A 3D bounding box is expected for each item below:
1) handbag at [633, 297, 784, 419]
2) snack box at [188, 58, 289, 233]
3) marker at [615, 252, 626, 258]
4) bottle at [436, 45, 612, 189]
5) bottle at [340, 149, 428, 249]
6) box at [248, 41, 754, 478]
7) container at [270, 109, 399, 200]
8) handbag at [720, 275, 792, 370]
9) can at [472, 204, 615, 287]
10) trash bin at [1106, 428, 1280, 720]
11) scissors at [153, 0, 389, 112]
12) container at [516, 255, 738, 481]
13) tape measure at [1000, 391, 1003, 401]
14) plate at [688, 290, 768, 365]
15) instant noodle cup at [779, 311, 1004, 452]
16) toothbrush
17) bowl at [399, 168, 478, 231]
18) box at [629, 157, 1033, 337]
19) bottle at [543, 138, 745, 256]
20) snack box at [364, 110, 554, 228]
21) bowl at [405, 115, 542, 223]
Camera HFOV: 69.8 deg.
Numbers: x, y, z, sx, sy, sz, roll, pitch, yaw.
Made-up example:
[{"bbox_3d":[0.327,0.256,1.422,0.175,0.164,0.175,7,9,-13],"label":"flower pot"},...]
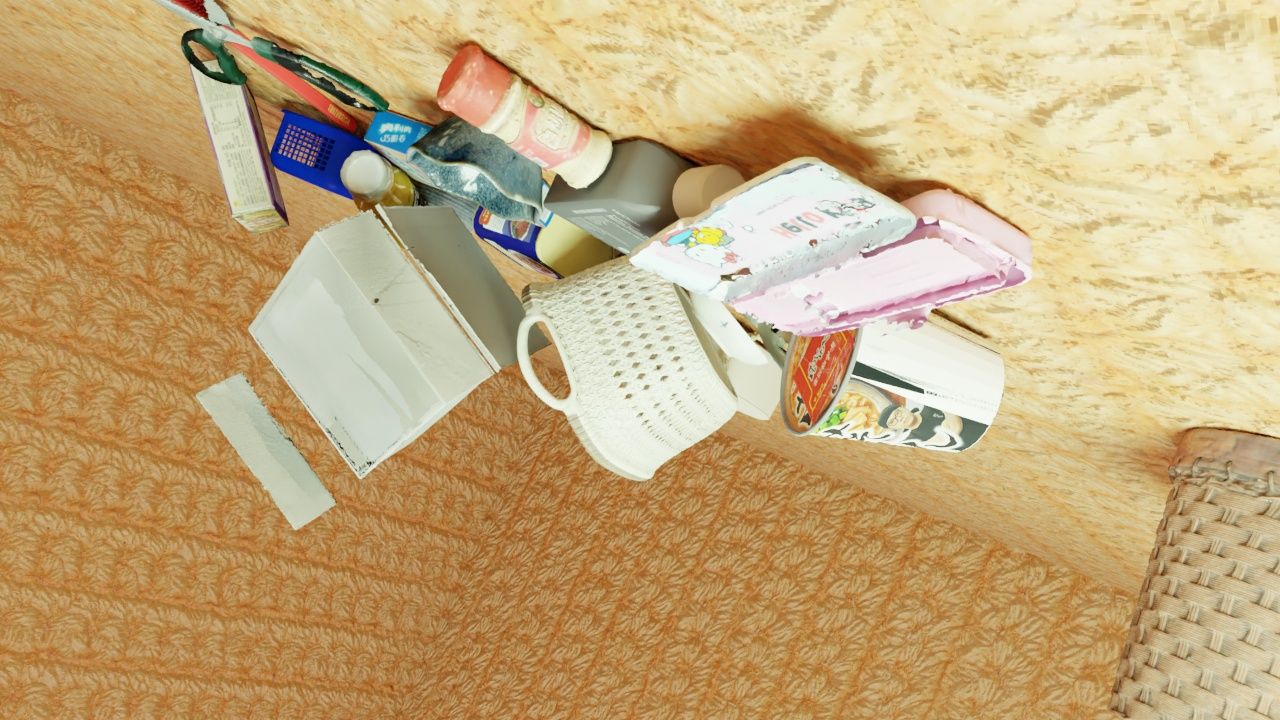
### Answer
[{"bbox_3d":[0.066,-0.001,1.078,0.209,0.103,0.210,25,175,41],"label":"handbag"},{"bbox_3d":[-0.390,-0.206,0.902,0.040,0.143,0.148,-15,-175,-15],"label":"snack box"},{"bbox_3d":[-0.016,-0.097,0.916,0.016,0.022,0.139,21,174,-11],"label":"marker"},{"bbox_3d":[-0.070,-0.148,0.565,0.109,0.044,0.044,27,174,-32],"label":"bottle"},{"bbox_3d":[-0.232,-0.148,0.851,0.053,0.053,0.186,24,174,1],"label":"bottle"},{"bbox_3d":[-0.117,-0.092,0.818,0.167,0.421,0.174,54,156,-1],"label":"box"},{"bbox_3d":[-0.304,-0.198,0.913,0.114,0.058,0.096,24,-176,27],"label":"container"},{"bbox_3d":[0.133,-0.017,0.809,0.176,0.074,0.151,33,178,20],"label":"handbag"},{"bbox_3d":[-0.094,-0.117,0.885,0.092,0.056,0.116,22,174,32],"label":"can"},{"bbox_3d":[0.422,0.172,0.636,0.151,0.210,0.151,24,176,2],"label":"trash bin"},{"bbox_3d":[-0.318,-0.244,0.736,0.201,0.015,0.203,25,170,-42],"label":"scissors"},{"bbox_3d":[-0.005,0.005,0.862,0.184,0.143,0.246,66,-172,17],"label":"container"},{"bbox_3d":[0.268,0.022,0.784,0.061,0.034,0.062,27,173,-10],"label":"tape measure"},{"bbox_3d":[0.072,-0.032,0.818,0.104,0.026,0.104,51,-174,-8],"label":"plate"},{"bbox_3d":[0.183,0.009,0.660,0.121,0.123,0.124,16,176,-11],"label":"instant noodle cup"},{"bbox_3d":[-0.308,-0.248,0.778,0.018,0.012,0.212,18,172,26],"label":"toothbrush"},{"bbox_3d":[-0.223,-0.163,0.991,0.137,0.057,0.137,24,175,2],"label":"bowl"},{"bbox_3d":[0.097,-0.060,0.519,0.152,0.038,0.202,24,163,-20],"label":"box"},{"bbox_3d":[0.009,-0.105,0.607,0.083,0.046,0.174,27,174,-28],"label":"bottle"},{"bbox_3d":[-0.152,-0.165,0.792,0.151,0.034,0.087,22,175,19],"label":"snack box"},{"bbox_3d":[-0.114,-0.148,0.681,0.110,0.055,0.110,24,174,2],"label":"bowl"}]
